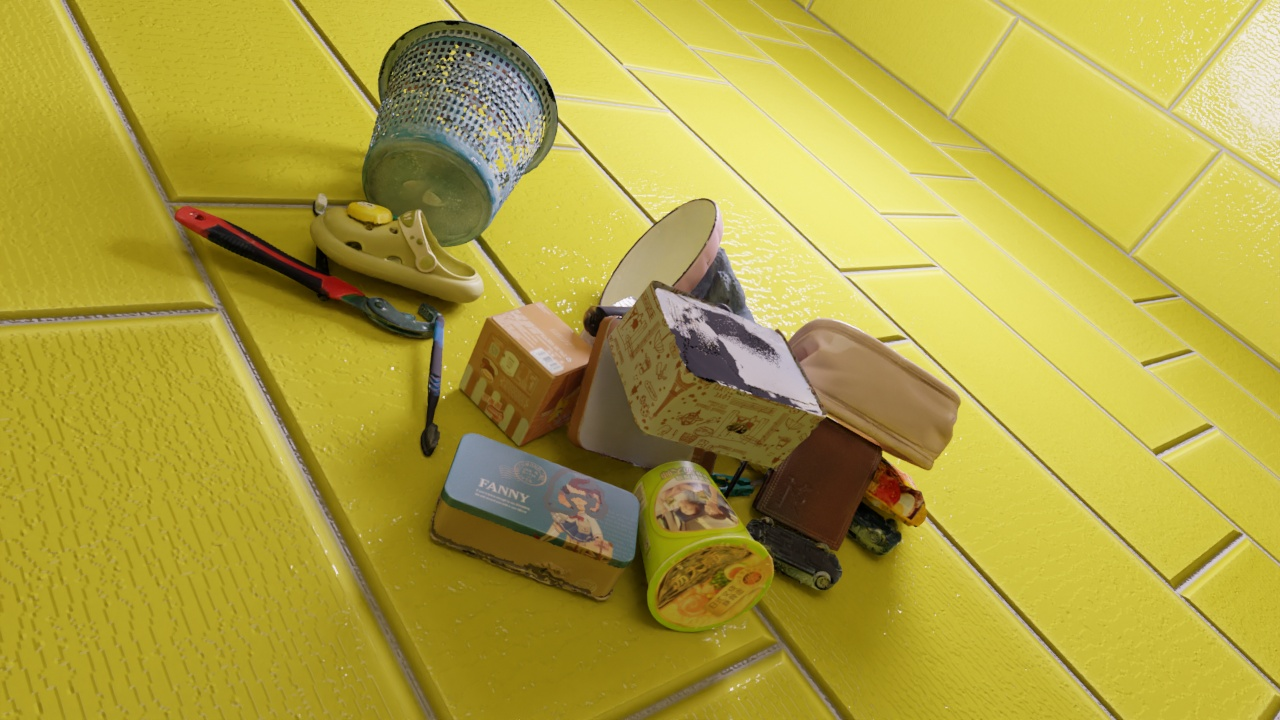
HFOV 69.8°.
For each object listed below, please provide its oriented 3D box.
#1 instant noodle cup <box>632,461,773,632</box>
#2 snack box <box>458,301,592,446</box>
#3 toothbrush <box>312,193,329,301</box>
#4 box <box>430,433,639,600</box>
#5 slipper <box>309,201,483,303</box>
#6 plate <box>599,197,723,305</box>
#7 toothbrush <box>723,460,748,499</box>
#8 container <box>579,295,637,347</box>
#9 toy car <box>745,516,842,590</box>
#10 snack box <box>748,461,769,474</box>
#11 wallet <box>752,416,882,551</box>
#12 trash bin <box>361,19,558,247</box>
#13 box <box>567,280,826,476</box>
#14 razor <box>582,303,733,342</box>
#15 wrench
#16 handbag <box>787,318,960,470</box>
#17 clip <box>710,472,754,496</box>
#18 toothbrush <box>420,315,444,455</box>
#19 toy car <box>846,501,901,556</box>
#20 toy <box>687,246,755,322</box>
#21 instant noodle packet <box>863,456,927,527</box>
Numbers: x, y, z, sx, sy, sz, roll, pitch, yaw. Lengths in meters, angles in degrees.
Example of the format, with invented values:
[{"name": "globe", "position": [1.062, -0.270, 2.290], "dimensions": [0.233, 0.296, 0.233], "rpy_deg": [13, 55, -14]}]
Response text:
[{"name": "instant noodle cup", "position": [0.045, 0.156, 0.817], "dimensions": [0.111, 0.112, 0.123], "rpy_deg": [13, 29, -24]}, {"name": "snack box", "position": [-0.108, 0.011, 0.896], "dimensions": [0.093, 0.095, 0.076], "rpy_deg": [42, 35, 18]}, {"name": "toothbrush", "position": [-0.339, -0.122, 0.975], "dimensions": [0.015, 0.018, 0.181], "rpy_deg": [15, 37, -32]}, {"name": "box", "position": [-0.094, 0.131, 0.780], "dimensions": [0.184, 0.061, 0.089], "rpy_deg": [23, 33, -13]}, {"name": "slipper", "position": [-0.250, -0.125, 0.978], "dimensions": [0.190, 0.082, 0.091], "rpy_deg": [22, 16, -21]}, {"name": "plate", "position": [0.030, -0.109, 1.095], "dimensions": [0.039, 0.193, 0.192], "rpy_deg": [41, 28, -24]}, {"name": "toothbrush", "position": [0.102, 0.107, 0.933], "dimensions": [0.017, 0.014, 0.188], "rpy_deg": [25, 58, 20]}, {"name": "container", "position": [-0.006, 0.006, 0.991], "dimensions": [0.114, 0.090, 0.090], "rpy_deg": [42, 35, 13]}, {"name": "toy car", "position": [0.148, 0.193, 0.904], "dimensions": [0.105, 0.031, 0.048], "rpy_deg": [25, 34, -5]}, {"name": "snack box", "position": [0.150, 0.079, 1.023], "dimensions": [0.091, 0.082, 0.080], "rpy_deg": [41, 21, 17]}, {"name": "wallet", "position": [0.185, 0.122, 0.957], "dimensions": [0.101, 0.124, 0.032], "rpy_deg": [27, -3, -7]}, {"name": "trash bin", "position": [-0.226, -0.248, 1.076], "dimensions": [0.226, 0.227, 0.194], "rpy_deg": [22, 46, -12]}, {"name": "box", "position": [0.036, 0.041, 0.877], "dimensions": [0.182, 0.178, 0.152], "rpy_deg": [18, 33, -33]}, {"name": "razor", "position": [0.019, -0.035, 0.946], "dimensions": [0.167, 0.062, 0.067], "rpy_deg": [4, 16, -31]}, {"name": "wrench", "position": [-0.325, -0.085, 0.914], "dimensions": [0.273, 0.016, 0.056], "rpy_deg": [25, 32, -18]}, {"name": "handbag", "position": [0.230, 0.039, 1.052], "dimensions": [0.193, 0.093, 0.234], "rpy_deg": [30, -8, -10]}, {"name": "clip", "position": [0.094, 0.131, 0.964], "dimensions": [0.056, 0.014, 0.040], "rpy_deg": [8, 39, -30]}, {"name": "toothbrush", "position": [-0.197, 0.017, 0.884], "dimensions": [0.014, 0.016, 0.189], "rpy_deg": [21, 38, -25]}, {"name": "toy car", "position": [0.239, 0.175, 0.996], "dimensions": [0.090, 0.034, 0.042], "rpy_deg": [37, 34, 23]}, {"name": "toy", "position": [0.094, -0.058, 1.099], "dimensions": [0.091, 0.138, 0.355], "rpy_deg": [7, 32, -15]}, {"name": "instant noodle packet", "position": [0.271, 0.134, 1.040], "dimensions": [0.111, 0.044, 0.128], "rpy_deg": [37, 10, 6]}]
